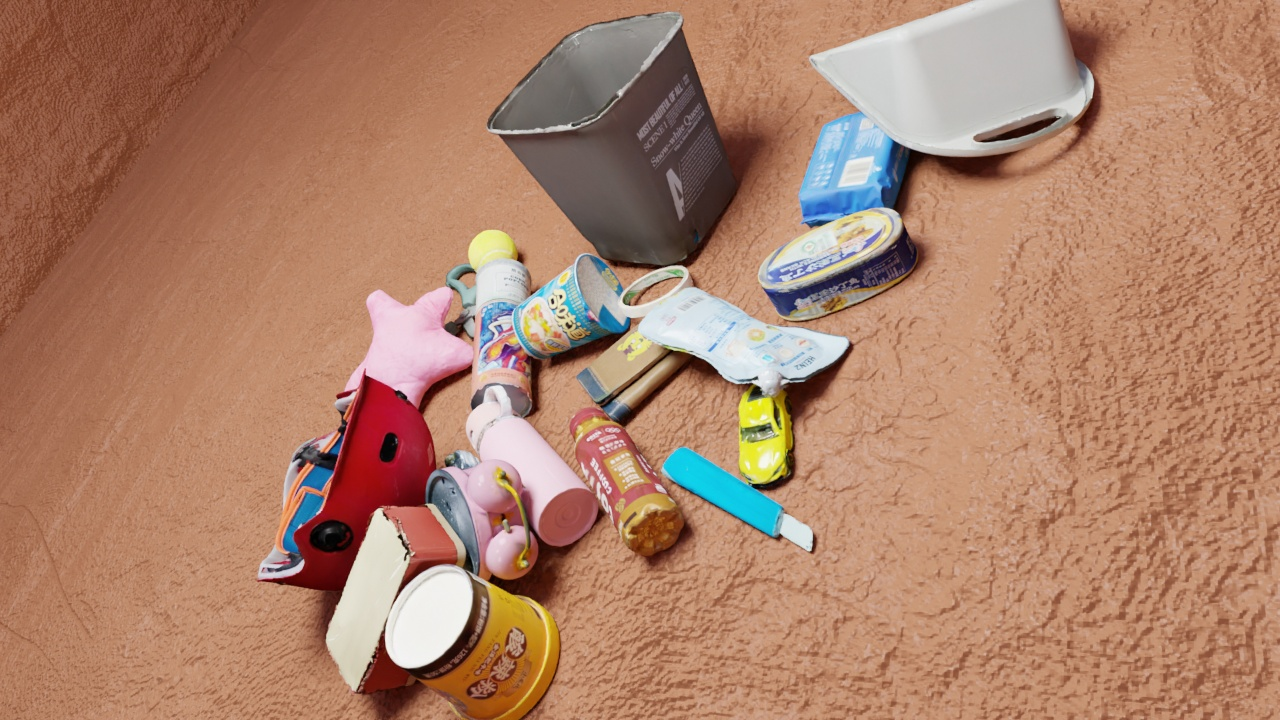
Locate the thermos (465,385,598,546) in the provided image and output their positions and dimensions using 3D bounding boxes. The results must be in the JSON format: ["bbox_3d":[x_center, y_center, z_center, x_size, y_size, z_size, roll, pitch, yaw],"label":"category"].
[{"bbox_3d":[-0.116,0.099,0.932,0.067,0.087,0.198,-9,30,-29],"label":"thermos"}]

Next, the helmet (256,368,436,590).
[{"bbox_3d":[-0.283,0.134,0.960,0.241,0.144,0.206,-51,27,27],"label":"helmet"}]

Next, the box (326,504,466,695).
[{"bbox_3d":[-0.239,0.222,0.860,0.091,0.077,0.168,40,112,41],"label":"box"}]

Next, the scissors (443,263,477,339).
[{"bbox_3d":[-0.257,-0.070,1.243,0.171,0.019,0.178,-23,43,22],"label":"scissors"}]

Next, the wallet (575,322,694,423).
[{"bbox_3d":[-0.006,0.006,0.970,0.115,0.033,0.090,-40,39,-4],"label":"wallet"}]

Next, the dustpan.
[{"bbox_3d":[0.326,-0.289,0.945,0.222,0.143,0.257,-19,14,-1],"label":"dustpan"}]

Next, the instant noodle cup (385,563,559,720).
[{"bbox_3d":[-0.150,0.244,0.802,0.119,0.114,0.118,-21,44,21],"label":"instant noodle cup"}]

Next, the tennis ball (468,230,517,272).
[{"bbox_3d":[-0.196,-0.141,1.221,0.066,0.065,0.065,-21,44,22],"label":"tennis ball"}]

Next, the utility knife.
[{"bbox_3d":[0.084,0.121,0.805,0.179,0.018,0.034,26,87,46],"label":"utility knife"}]

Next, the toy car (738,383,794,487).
[{"bbox_3d":[0.110,0.064,0.825,0.048,0.032,0.105,-17,47,25],"label":"toy car"}]

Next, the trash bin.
[{"bbox_3d":[-0.015,-0.240,1.041,0.199,0.220,0.198,10,56,44],"label":"trash bin"}]

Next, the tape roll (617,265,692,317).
[{"bbox_3d":[0.016,-0.077,1.018,0.086,0.014,0.085,-23,26,11],"label":"tape roll"}]

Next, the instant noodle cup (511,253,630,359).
[{"bbox_3d":[-0.084,-0.054,1.040,0.110,0.099,0.099,-25,42,28],"label":"instant noodle cup"}]

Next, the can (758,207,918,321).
[{"bbox_3d":[0.190,-0.093,0.889,0.148,0.049,0.074,-22,44,21],"label":"can"}]

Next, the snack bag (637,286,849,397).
[{"bbox_3d":[0.095,-0.021,0.887,0.110,0.039,0.191,-23,35,-35],"label":"snack bag"}]

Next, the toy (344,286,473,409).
[{"bbox_3d":[-0.287,-0.001,1.155,0.179,0.074,0.194,3,74,19],"label":"toy"}]

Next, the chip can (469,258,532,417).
[{"bbox_3d":[-0.164,-0.026,1.089,0.071,0.071,0.214,-25,43,18],"label":"chip can"}]

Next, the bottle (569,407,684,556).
[{"bbox_3d":[-0.020,0.107,0.868,0.057,0.057,0.175,-40,40,1],"label":"bottle"}]

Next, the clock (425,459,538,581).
[{"bbox_3d":[-0.146,0.152,0.868,0.159,0.059,0.117,-18,86,56],"label":"clock"}]

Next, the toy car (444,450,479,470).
[{"bbox_3d":[-0.195,0.139,0.974,0.043,0.034,0.091,47,123,50],"label":"toy car"}]

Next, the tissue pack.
[{"bbox_3d":[0.227,-0.200,0.955,0.095,0.052,0.156,0,55,36],"label":"tissue pack"}]
